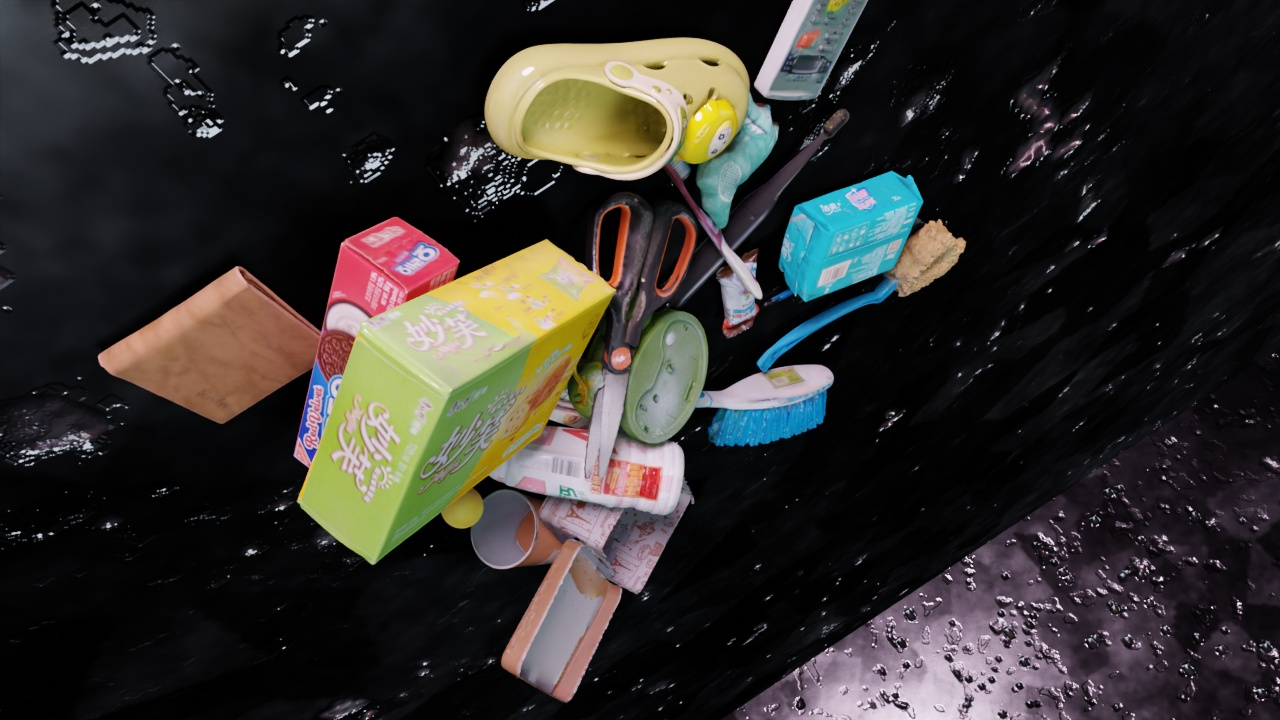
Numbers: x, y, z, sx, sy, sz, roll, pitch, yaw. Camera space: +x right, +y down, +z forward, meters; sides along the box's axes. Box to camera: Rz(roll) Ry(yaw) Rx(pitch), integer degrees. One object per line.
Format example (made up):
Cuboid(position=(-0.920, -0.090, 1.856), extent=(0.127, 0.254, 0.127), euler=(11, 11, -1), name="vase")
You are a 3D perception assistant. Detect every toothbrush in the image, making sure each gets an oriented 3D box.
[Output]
Cuboid(position=(0.094, -0.126, 0.762), extent=(0.213, 0.026, 0.027), euler=(-46, 169, 20), name="toothbrush")
Cuboid(position=(0.204, -0.099, 0.923), extent=(0.189, 0.016, 0.014), euler=(-27, 159, -6), name="toothbrush")
Cuboid(position=(0.062, -0.105, 0.737), extent=(0.017, 0.016, 0.187), euler=(-45, 136, -2), name="toothbrush")

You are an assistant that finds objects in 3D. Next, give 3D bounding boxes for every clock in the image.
Cuboid(position=(-0.005, 0.005, 0.782), extent=(0.161, 0.056, 0.116), euler=(29, 80, -55), name="clock")

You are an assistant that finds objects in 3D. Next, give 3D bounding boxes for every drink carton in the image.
Cuboid(position=(-0.060, 0.028, 0.816), extent=(0.054, 0.045, 0.122), euler=(-41, 149, 14), name="drink carton")

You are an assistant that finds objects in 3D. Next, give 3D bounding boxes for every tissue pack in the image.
Cuboid(position=(0.195, -0.116, 0.849), extent=(0.133, 0.050, 0.093), euler=(-20, 146, -23), name="tissue pack")

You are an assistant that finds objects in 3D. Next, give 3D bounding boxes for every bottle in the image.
Cuboid(position=(-0.063, 0.093, 0.819), extent=(0.197, 0.068, 0.068), euler=(9, 138, -8), name="bottle")

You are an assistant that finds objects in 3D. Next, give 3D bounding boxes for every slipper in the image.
Cuboid(position=(-0.004, -0.149, 0.584), extent=(0.190, 0.081, 0.092), euler=(-9, 144, -32), name="slipper")

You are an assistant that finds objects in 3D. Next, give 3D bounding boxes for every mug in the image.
Cuboid(position=(-0.111, 0.180, 0.961), extent=(0.078, 0.078, 0.122), euler=(-41, 153, 11), name="mug")

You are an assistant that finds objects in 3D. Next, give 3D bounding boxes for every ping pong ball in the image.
Cuboid(position=(-0.170, 0.140, 0.875), extent=(0.040, 0.040, 0.040), euler=(-24, 149, -16), name="ping pong ball")

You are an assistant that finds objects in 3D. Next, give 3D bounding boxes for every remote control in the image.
Cuboid(position=(0.129, -0.243, 0.634), extent=(0.056, 0.019, 0.135), euler=(-10, 142, -35), name="remote control")

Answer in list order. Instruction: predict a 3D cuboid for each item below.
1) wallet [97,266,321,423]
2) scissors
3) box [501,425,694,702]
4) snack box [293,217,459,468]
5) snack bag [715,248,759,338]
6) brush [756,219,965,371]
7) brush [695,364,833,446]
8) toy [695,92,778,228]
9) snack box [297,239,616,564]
Cuboid(position=(-0.268, -0.005, 0.598), extent=(0.101, 0.020, 0.115), euler=(-32, 153, 0), name="wallet")
Cuboid(position=(0.000, -0.015, 0.718), extent=(0.148, 0.022, 0.235), euler=(-19, 114, -26), name="scissors")
Cuboid(position=(-0.049, 0.204, 0.922), extent=(0.259, 0.082, 0.177), euler=(-61, 156, -20), name="box")
Cuboid(position=(-0.185, 0.004, 0.631), extent=(0.058, 0.057, 0.208), euler=(-45, 167, -51), name="snack box")
Cuboid(position=(0.091, -0.063, 0.850), extent=(0.045, 0.026, 0.105), euler=(-26, 147, -7), name="snack bag")
Cuboid(position=(0.232, -0.065, 0.977), extent=(0.255, 0.046, 0.083), euler=(-33, 154, 7), name="brush")
Cuboid(position=(0.087, 0.050, 0.989), extent=(0.313, 0.060, 0.110), euler=(-12, 138, -29), name="brush")
Cuboid(position=(0.071, -0.158, 0.685), extent=(0.091, 0.030, 0.096), euler=(-50, 145, -14), name="toy")
Cuboid(position=(-0.118, 0.020, 0.626), extent=(0.158, 0.070, 0.209), euler=(-60, 169, 31), name="snack box")
